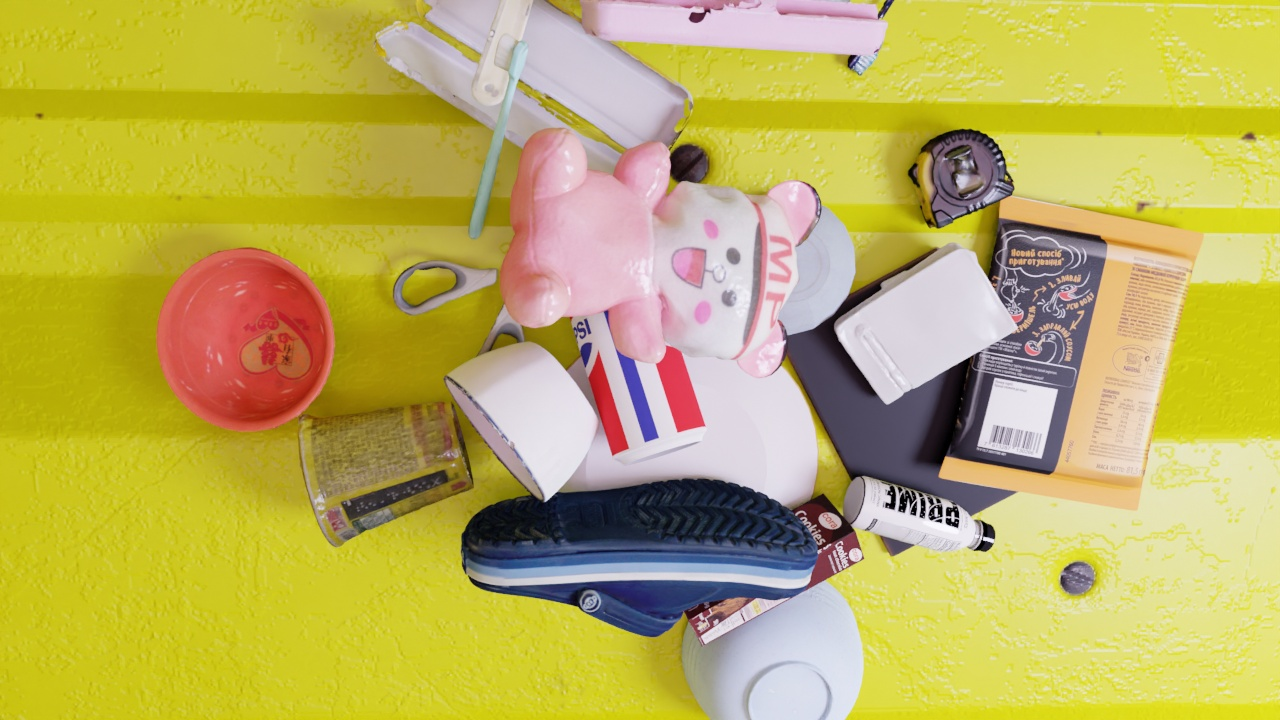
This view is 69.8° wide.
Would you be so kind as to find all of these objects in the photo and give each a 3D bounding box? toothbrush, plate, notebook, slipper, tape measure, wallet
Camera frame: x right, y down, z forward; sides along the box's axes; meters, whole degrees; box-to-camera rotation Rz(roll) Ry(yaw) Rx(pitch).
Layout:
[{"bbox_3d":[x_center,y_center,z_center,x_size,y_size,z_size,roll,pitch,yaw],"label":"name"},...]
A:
[{"bbox_3d":[-0.100,-0.142,0.615,0.016,0.016,0.181,29,142,1],"label":"toothbrush"},{"bbox_3d":[0.205,-0.290,0.658,0.017,0.016,0.189,29,99,-18],"label":"toothbrush"},{"bbox_3d":[0.028,0.083,0.719,0.230,0.021,0.230,0,101,-3],"label":"plate"},{"bbox_3d":[0.216,0.036,0.725,0.141,0.008,0.209,-28,101,3],"label":"notebook"},{"bbox_3d":[-0.002,0.147,0.669,0.253,0.105,0.095,1,106,0],"label":"slipper"},{"bbox_3d":[0.235,-0.138,0.674,0.067,0.038,0.062,-23,98,8],"label":"tape measure"},{"bbox_3d":[0.210,-0.027,0.689,0.116,0.032,0.086,-30,104,12],"label":"wallet"}]

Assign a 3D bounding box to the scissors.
[{"bbox_3d":[-0.105,-0.051,0.683,0.157,0.012,0.169,3,108,-3],"label":"scissors"}]

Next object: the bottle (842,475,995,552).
[{"bbox_3d":[0.219,0.124,0.716,0.116,0.041,0.041,16,100,-6],"label":"bottle"}]

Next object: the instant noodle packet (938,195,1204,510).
[{"bbox_3d":[0.331,-0.003,0.704,0.160,0.032,0.221,10,96,-3],"label":"instant noodle packet"}]

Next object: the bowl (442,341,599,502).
[{"bbox_3d":[-0.080,0.038,0.657,0.065,0.116,0.116,-39,101,-16],"label":"bowl"}]

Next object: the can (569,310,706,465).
[{"bbox_3d":[-0.004,0.004,0.660,0.070,0.070,0.132,-18,81,1],"label":"can"}]

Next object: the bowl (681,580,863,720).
[{"bbox_3d":[0.110,0.248,0.724,0.150,0.074,0.151,-1,104,-4],"label":"bowl"}]

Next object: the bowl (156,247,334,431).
[{"bbox_3d":[-0.278,-0.015,0.667,0.130,0.045,0.130,0,92,5],"label":"bowl"}]

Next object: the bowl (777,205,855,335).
[{"bbox_3d":[0.109,-0.071,0.678,0.106,0.039,0.106,0,96,0],"label":"bowl"}]

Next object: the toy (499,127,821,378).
[{"bbox_3d":[0.016,-0.067,0.600,0.213,0.084,0.142,7,88,-21],"label":"toy"}]

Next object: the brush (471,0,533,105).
[{"bbox_3d":[-0.074,-0.272,0.618,0.033,0.012,0.217,17,82,-4],"label":"brush"}]

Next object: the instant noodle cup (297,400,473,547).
[{"bbox_3d":[-0.184,0.075,0.676,0.108,0.102,0.102,-14,101,-9],"label":"instant noodle cup"}]

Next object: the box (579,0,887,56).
[{"bbox_3d":[0.061,-0.263,0.611,0.201,0.101,0.103,-1,111,-12],"label":"box"}]

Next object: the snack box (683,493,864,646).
[{"bbox_3d":[0.096,0.160,0.708,0.141,0.051,0.032,-27,121,-5],"label":"snack box"}]

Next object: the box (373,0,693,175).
[{"bbox_3d":[-0.068,-0.195,0.629,0.210,0.080,0.084,31,117,-9],"label":"box"}]
